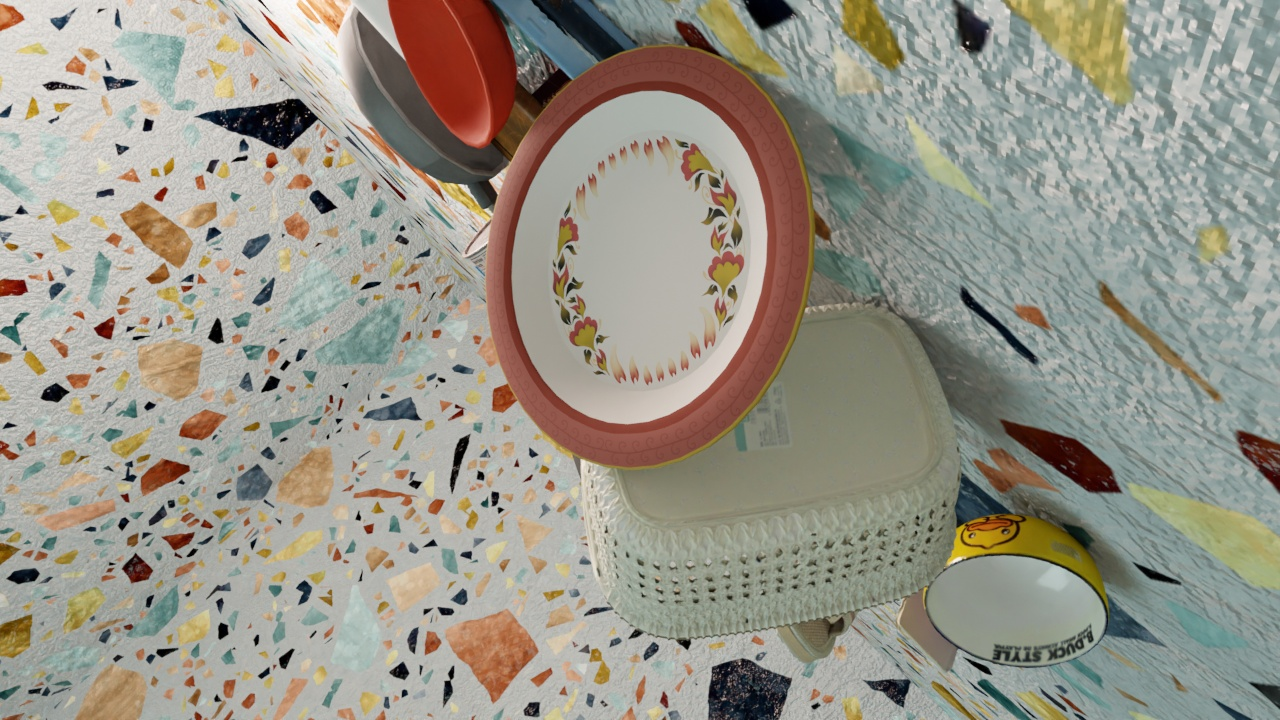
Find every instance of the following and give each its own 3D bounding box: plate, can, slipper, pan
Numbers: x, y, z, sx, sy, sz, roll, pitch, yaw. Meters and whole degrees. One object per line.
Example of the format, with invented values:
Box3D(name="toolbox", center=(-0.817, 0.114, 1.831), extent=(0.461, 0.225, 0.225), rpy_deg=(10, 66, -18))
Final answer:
Box3D(name="plate", center=(-0.003, -0.055, 0.507), extent=(0.230, 0.230, 0.021), rpy_deg=(39, -158, 34))
Box3D(name="can", center=(-0.115, -0.132, 0.910), extent=(0.044, 0.130, 0.130), rpy_deg=(46, 172, -20))
Box3D(name="slipper", center=(0.183, 0.182, 0.907), extent=(0.115, 0.052, 0.262), rpy_deg=(49, -147, -13))
Box3D(name="pan", center=(-0.139, -0.148, 0.788), extent=(0.357, 0.041, 0.178), rpy_deg=(57, -157, -6))

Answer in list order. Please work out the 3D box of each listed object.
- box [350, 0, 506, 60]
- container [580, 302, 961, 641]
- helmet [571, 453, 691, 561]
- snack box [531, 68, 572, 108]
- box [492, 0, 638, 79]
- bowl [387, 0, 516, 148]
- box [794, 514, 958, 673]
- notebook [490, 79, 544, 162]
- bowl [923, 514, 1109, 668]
Box3D(name="box", center=(-0.145, -0.243, 0.690), extent=(0.162, 0.084, 0.112), rpy_deg=(47, 164, -32))
Box3D(name="container", center=(0.077, 0.063, 0.576), extent=(0.143, 0.246, 0.184), rpy_deg=(79, 180, -60))
Box3D(name="helmet", center=(0.010, 0.088, 0.967), extent=(0.264, 0.164, 0.169), rpy_deg=(63, -156, 3))
Box3D(name="snack box", center=(-0.006, -0.132, 0.700), extent=(0.132, 0.035, 0.152), rpy_deg=(40, 171, 30))
Box3D(name="box", center=(-0.046, -0.210, 0.562), extent=(0.209, 0.049, 0.066), rpy_deg=(46, -169, 2))
Box3D(name="bowl", center=(-0.115, -0.200, 0.589), extent=(0.122, 0.035, 0.122), rpy_deg=(45, 155, 27))
Box3D(name="box", center=(0.220, 0.187, 0.831), extent=(0.145, 0.185, 0.096), rpy_deg=(46, 130, 1))
Box3D(name="notebook", center=(-0.028, -0.111, 0.724), extent=(0.249, 0.014, 0.178), rpy_deg=(45, 172, -6))
Box3D(name="bowl", center=(0.263, 0.152, 0.647), extent=(0.117, 0.067, 0.117), rpy_deg=(11, 130, 14))
